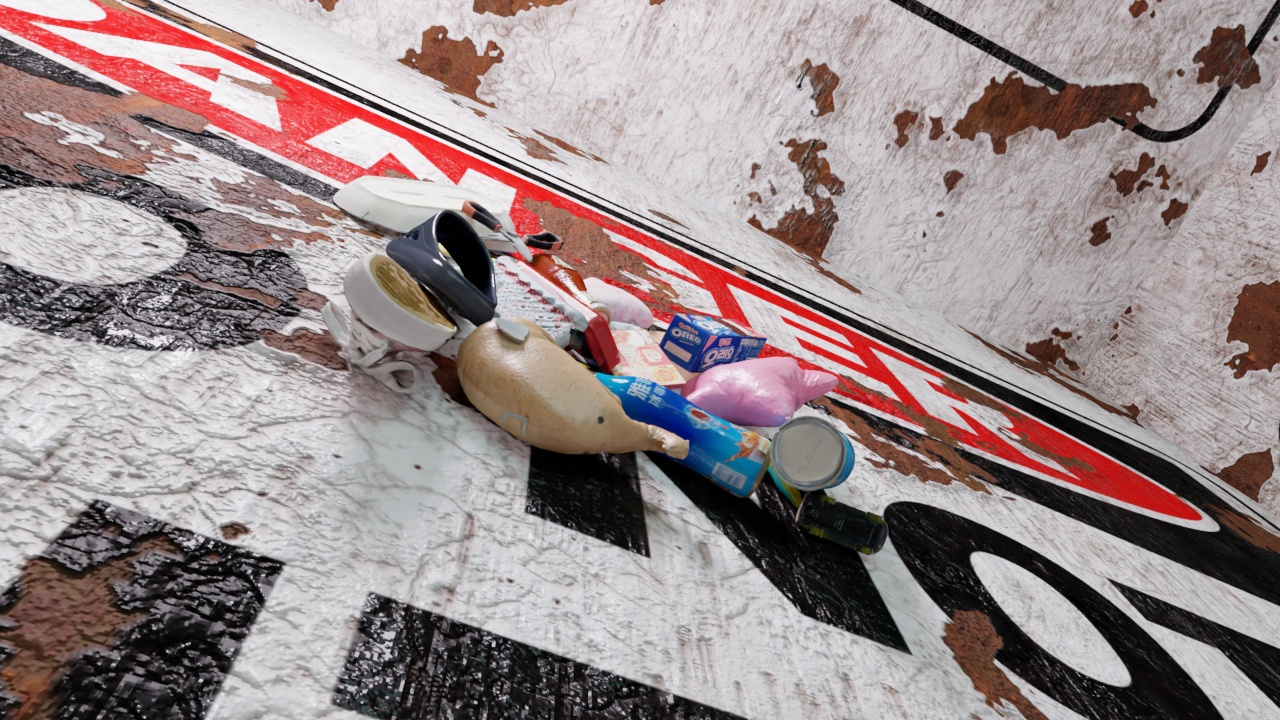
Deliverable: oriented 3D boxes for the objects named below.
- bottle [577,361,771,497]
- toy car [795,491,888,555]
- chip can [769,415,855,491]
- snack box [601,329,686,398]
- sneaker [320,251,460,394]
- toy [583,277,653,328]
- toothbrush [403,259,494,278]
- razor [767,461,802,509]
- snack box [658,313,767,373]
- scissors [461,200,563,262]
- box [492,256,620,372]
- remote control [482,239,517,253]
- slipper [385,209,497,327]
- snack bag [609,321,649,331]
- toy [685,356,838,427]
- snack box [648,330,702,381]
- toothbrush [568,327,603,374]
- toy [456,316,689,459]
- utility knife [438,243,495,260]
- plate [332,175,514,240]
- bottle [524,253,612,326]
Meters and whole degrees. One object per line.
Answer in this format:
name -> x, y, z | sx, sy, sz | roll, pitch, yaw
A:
bottle -> 0.024, 0.062, 0.916 | 0.219, 0.065, 0.065 | 27, 17, 4
toy car -> 0.201, 0.162, 0.915 | 0.090, 0.042, 0.035 | 21, -2, 2
chip can -> 0.180, 0.097, 0.936 | 0.071, 0.071, 0.210 | 31, 2, 16
snack box -> -0.006, 0.006, 1.061 | 0.075, 0.025, 0.153 | -4, 26, -16
sneaker -> -0.218, -0.028, 0.793 | 0.118, 0.088, 0.241 | 49, -4, -1
toy -> -0.052, -0.083, 1.255 | 0.121, 0.054, 0.159 | 16, 15, -34
toothbrush -> -0.233, -0.112, 1.137 | 0.189, 0.029, 0.020 | -18, 88, -65
razor -> 0.131, 0.113, 0.992 | 0.043, 0.028, 0.132 | 13, 23, -47
snack box -> 0.096, -0.020, 1.179 | 0.058, 0.057, 0.207 | 34, 15, 23
scissors -> -0.165, -0.163, 1.192 | 0.188, 0.015, 0.225 | 13, 20, -38
box -> -0.120, -0.040, 1.044 | 0.201, 0.100, 0.095 | 37, -24, 46
remote control -> -0.229, -0.175, 1.318 | 0.049, 0.024, 0.124 | 31, 19, 28
slipper -> -0.190, -0.100, 0.954 | 0.110, 0.083, 0.268 | 44, -6, -24
snack bag -> -0.036, -0.034, 1.158 | 0.105, 0.045, 0.026 | 6, 53, -45
toy -> 0.124, 0.041, 1.051 | 0.194, 0.075, 0.178 | -13, 15, -11
snack box -> 0.070, 0.010, 1.204 | 0.157, 0.026, 0.084 | 38, 20, 32
toothbrush -> -0.052, 0.002, 0.943 | 0.014, 0.016, 0.189 | 12, -15, 11
toy -> -0.066, 0.040, 0.825 | 0.226, 0.083, 0.143 | 36, 31, 20
utility knife -> -0.235, -0.142, 1.219 | 0.178, 0.019, 0.031 | 18, 13, -44
plate -> -0.291, -0.216, 1.275 | 0.265, 0.034, 0.162 | -3, 29, -46
bottle -> -0.092, -0.083, 1.147 | 0.059, 0.060, 0.206 | 15, 13, -32
